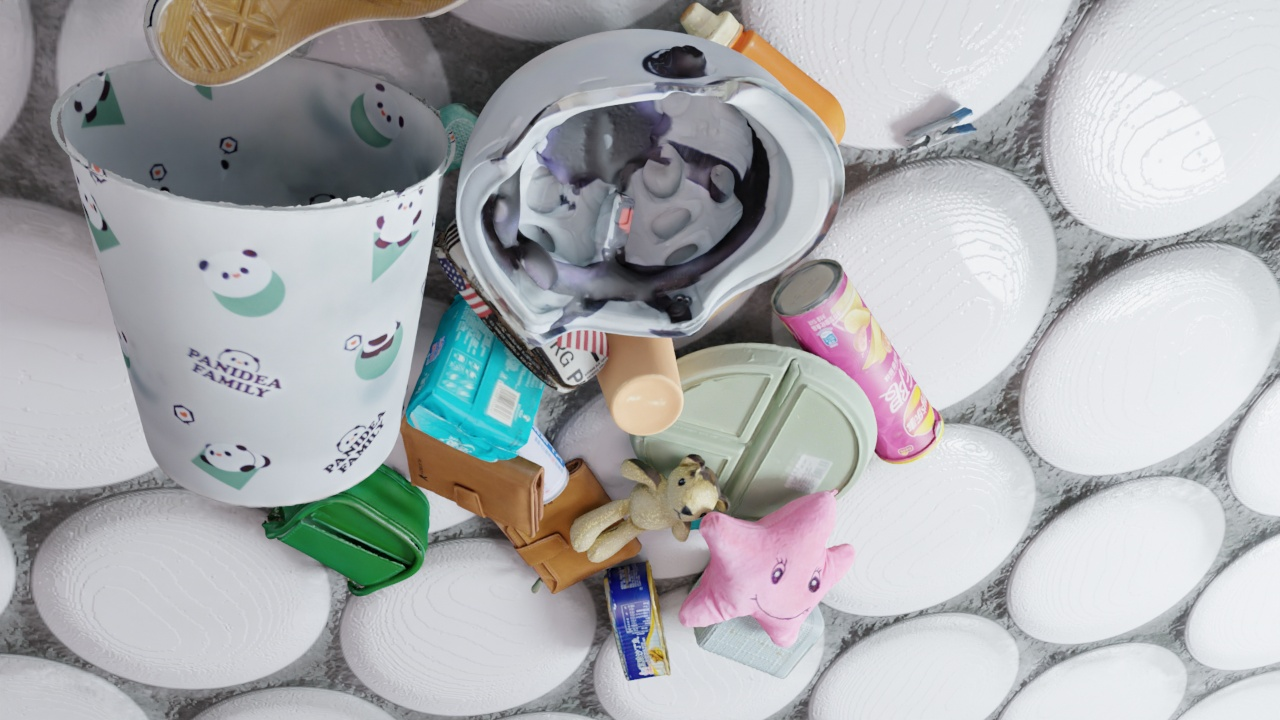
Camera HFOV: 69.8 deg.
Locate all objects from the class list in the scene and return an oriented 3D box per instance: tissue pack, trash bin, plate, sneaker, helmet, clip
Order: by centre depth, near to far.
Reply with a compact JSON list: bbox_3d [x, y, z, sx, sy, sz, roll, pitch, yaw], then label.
[{"bbox_3d":[-0.203,-0.254,0.590,0.240,0.088,0.118,-31,137,-16],"label":"sneaker"},{"bbox_3d":[-0.255,-0.050,0.636,0.229,0.229,0.252,5,126,-13],"label":"trash bin"},{"bbox_3d":[-0.004,-0.135,0.649,0.258,0.145,0.229,-14,142,-5],"label":"helmet"},{"bbox_3d":[-0.127,0.011,0.747,0.093,0.133,0.050,33,137,-23],"label":"tissue pack"},{"bbox_3d":[0.243,-0.185,0.747,0.058,0.026,0.038,-20,115,10],"label":"clip"},{"bbox_3d":[0.101,0.077,0.847,0.230,0.027,0.231,5,133,5],"label":"plate"}]

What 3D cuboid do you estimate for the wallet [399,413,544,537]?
[{"bbox_3d":[-0.148,0.102,0.814,0.132,0.031,0.108,23,142,11],"label":"wallet"}]

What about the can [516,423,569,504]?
[{"bbox_3d":[-0.119,0.071,0.828,0.053,0.053,0.134,-29,122,8],"label":"can"}]

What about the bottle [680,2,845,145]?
[{"bbox_3d":[0.087,-0.208,0.686,0.149,0.066,0.067,39,109,-21],"label":"bottle"}]

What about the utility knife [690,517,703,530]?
[{"bbox_3d":[0.095,0.170,0.954,0.157,0.013,0.029,10,122,-19],"label":"utility knife"}]

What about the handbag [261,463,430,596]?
[{"bbox_3d":[-0.269,0.154,0.852,0.120,0.067,0.131,-33,123,20],"label":"handbag"}]

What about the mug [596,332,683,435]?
[{"bbox_3d":[-0.005,0.004,0.765,0.078,0.122,0.078,-5,123,-7],"label":"mug"}]

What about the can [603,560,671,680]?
[{"bbox_3d":[-0.002,0.276,0.968,0.049,0.074,0.148,-10,124,0],"label":"can"}]

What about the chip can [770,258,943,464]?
[{"bbox_3d":[0.199,0.005,0.832,0.071,0.071,0.210,-34,121,12],"label":"chip can"}]

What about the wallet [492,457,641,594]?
[{"bbox_3d":[-0.079,0.169,0.914,0.119,0.035,0.131,-30,122,2],"label":"wallet"}]

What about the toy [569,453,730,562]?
[{"bbox_3d":[0.005,0.143,0.860,0.157,0.066,0.105,-29,106,22],"label":"toy"}]

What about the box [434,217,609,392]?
[{"bbox_3d":[-0.103,-0.040,0.728,0.163,0.075,0.082,50,142,-10],"label":"box"}]

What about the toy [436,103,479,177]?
[{"bbox_3d":[-0.113,-0.169,0.693,0.091,0.030,0.097,8,113,-20],"label":"toy"}]

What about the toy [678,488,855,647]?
[{"bbox_3d":[0.123,0.187,0.860,0.194,0.074,0.179,25,103,-33],"label":"toy"}]

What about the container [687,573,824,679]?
[{"bbox_3d":[0.118,0.266,0.976,0.111,0.090,0.090,24,115,-19],"label":"container"}]

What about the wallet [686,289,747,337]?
[{"bbox_3d":[0.059,-0.083,0.771,0.115,0.033,0.090,-38,123,8],"label":"wallet"}]
